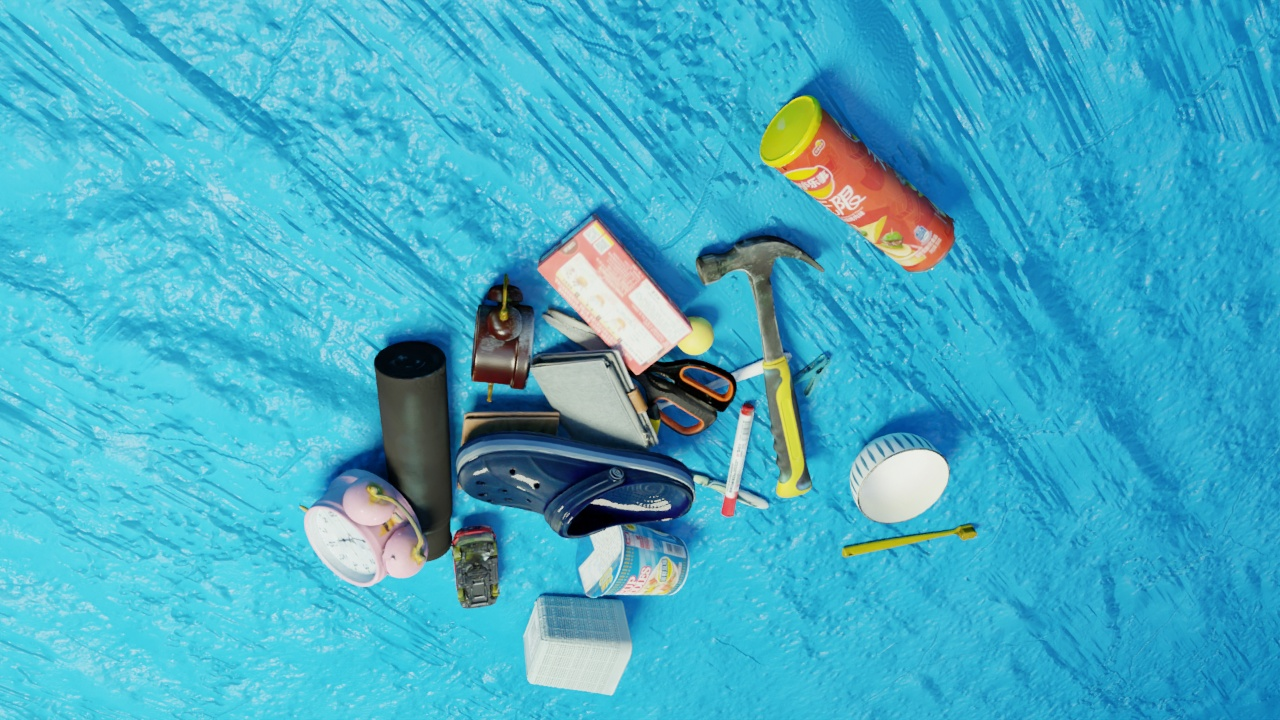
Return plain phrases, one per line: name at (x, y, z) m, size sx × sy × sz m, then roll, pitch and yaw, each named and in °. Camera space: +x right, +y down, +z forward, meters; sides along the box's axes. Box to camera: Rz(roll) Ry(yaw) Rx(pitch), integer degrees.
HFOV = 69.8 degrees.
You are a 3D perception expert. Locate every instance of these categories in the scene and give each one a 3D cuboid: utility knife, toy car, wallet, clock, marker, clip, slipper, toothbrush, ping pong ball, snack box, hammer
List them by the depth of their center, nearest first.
clock at (-0.131, -0.025, 0.878) m, size 0.055 × 0.082 × 0.122 m, roll 5°, pitch 123°, yaw -11°
snack box at (-0.023, -0.063, 0.898) m, size 0.075 × 0.025 × 0.153 m, roll -38°, pitch 112°, yaw 12°
clock at (-0.274, 0.171, 0.931) m, size 0.159 × 0.059 × 0.117 m, roll -18°, pitch 106°, yaw 38°
slipper at (-0.067, 0.141, 0.948) m, size 0.252 × 0.095 × 0.105 m, roll 8°, pitch 135°, yaw -11°
ping pong ball at (0.056, -0.026, 0.951) m, size 0.040 × 0.040 × 0.040 m, roll -7°, pitch 124°, yaw -11°
wallet at (-0.044, 0.042, 0.954) m, size 0.107 × 0.036 × 0.130 m, roll -4°, pitch 130°, yaw 28°
wallet at (-0.142, 0.096, 0.979) m, size 0.101 × 0.020 × 0.115 m, roll 0°, pitch 135°, yaw -16°
hammer at (0.151, 0.015, 0.994) m, size 0.126 × 0.032 × 0.324 m, roll -18°, pitch 120°, yaw -5°
toothbrush at (0.083, 0.029, 1.009) m, size 0.180 × 0.016 × 0.016 m, roll -22°, pitch 125°, yaw -1°
utility knife at (-0.007, 0.110, 1.021) m, size 0.033 × 0.015 × 0.177 m, roll 16°, pitch 132°, yaw 1°
clip at (0.193, 0.016, 1.032) m, size 0.034 × 0.013 × 0.055 m, roll 24°, pitch 113°, yaw -28°
toy car at (-0.190, 0.234, 1.053) m, size 0.053 × 0.045 × 0.121 m, roll -5°, pitch 129°, yaw -15°
marker at (0.113, 0.117, 1.064) m, size 0.017 × 0.017 × 0.145 m, roll 1°, pitch 114°, yaw -16°
toothbrush at (0.081, 0.147, 1.084) m, size 0.191 × 0.018 × 0.016 m, roll 25°, pitch 113°, yaw -27°
toothbrush at (0.360, 0.242, 1.222) m, size 0.190 × 0.016 × 0.016 m, roll -7°, pitch 123°, yaw -10°

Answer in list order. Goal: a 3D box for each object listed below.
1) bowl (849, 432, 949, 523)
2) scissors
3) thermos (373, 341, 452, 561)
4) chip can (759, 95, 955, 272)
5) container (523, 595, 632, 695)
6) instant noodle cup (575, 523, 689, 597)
bowl at (0.304, 0.132, 1.105) m, size 0.116 × 0.066 × 0.117 m, roll -7°, pitch 124°, yaw -10°
scissors at (0.006, -0.007, 0.954) m, size 0.139 × 0.021 × 0.235 m, roll -31°, pitch 119°, yaw 14°
thermos at (-0.240, 0.099, 0.941) m, size 0.090 × 0.068 × 0.243 m, roll 9°, pitch 123°, yaw 5°
chip can at (0.212, -0.164, 0.885) m, size 0.216 × 0.073 × 0.073 m, roll 30°, pitch 110°, yaw -30°
container at (-0.081, 0.349, 1.132) m, size 0.111 × 0.089 × 0.090 m, roll 11°, pitch 118°, yaw -19°
instant noodle cup at (-0.005, 0.234, 1.079) m, size 0.109 × 0.099 × 0.099 m, roll 17°, pitch 117°, yaw -32°
